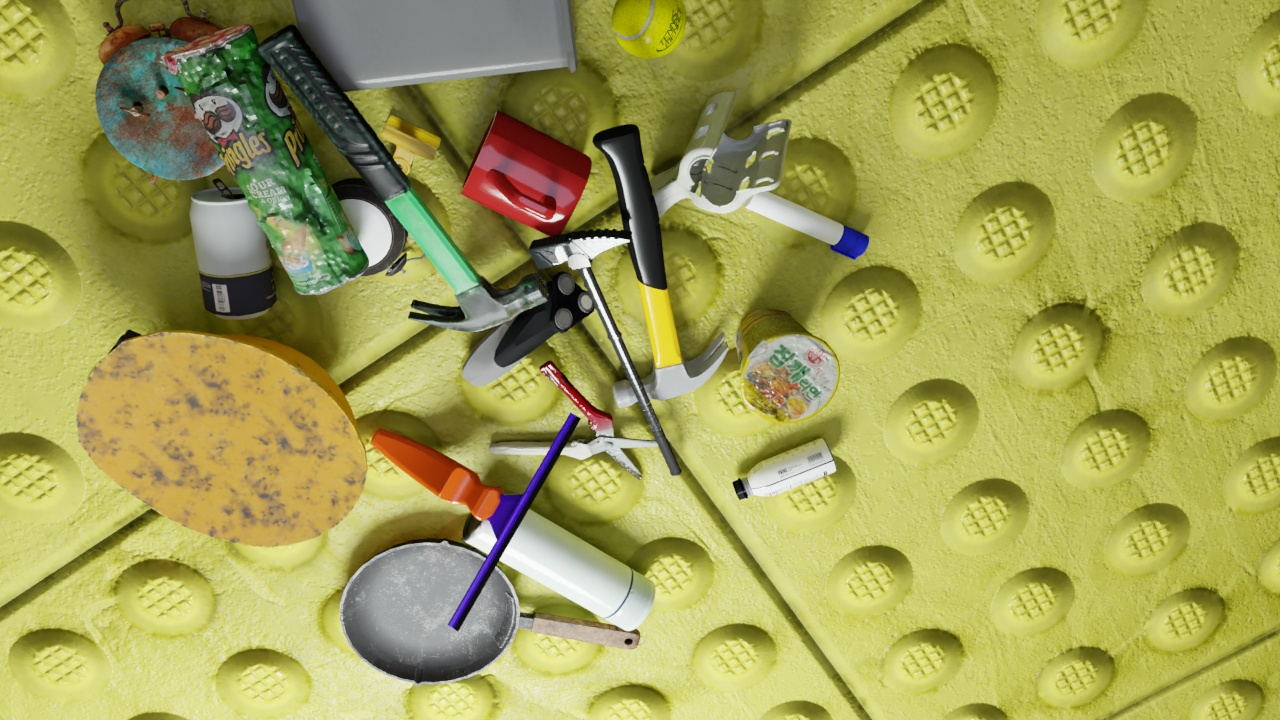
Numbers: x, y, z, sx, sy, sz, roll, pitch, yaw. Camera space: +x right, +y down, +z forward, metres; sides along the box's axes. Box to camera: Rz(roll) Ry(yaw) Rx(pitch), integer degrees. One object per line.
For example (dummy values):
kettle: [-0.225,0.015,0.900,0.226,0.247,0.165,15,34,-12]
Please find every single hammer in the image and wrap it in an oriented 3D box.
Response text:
hammer: [-0.214,-0.146,0.807,0.130,0.032,0.319,-20,129,17]
hammer: [0.010,-0.080,0.879,0.127,0.029,0.324,-12,134,1]
hammer: [-0.005,0.005,0.918,0.095,0.015,0.325,-8,130,19]

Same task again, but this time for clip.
clip: [-0.218,-0.196,0.856,0.054,0.046,0.048,23,85,-17]
clip: [0.059,-0.191,0.844,0.151,0.126,0.110,-6,126,22]

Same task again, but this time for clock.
clock: [-0.403,-0.236,0.792,0.121,0.073,0.158,-9,114,-2]
clock: [-0.263,-0.124,0.874,0.122,0.043,0.091,12,112,-12]

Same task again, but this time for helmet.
helmet: [-0.384,0.055,0.893,0.255,0.131,0.205,28,108,-17]

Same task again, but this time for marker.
marker: [0.167,-0.139,0.927,0.133,0.023,0.027,20,132,-15]

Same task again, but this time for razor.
razor: [-0.120,-0.026,0.931,0.156,0.060,0.057,-32,126,24]

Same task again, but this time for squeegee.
squeegee: [-0.203,0.125,0.969,0.185,0.055,0.249,29,85,7]

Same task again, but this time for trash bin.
trash bin: [-0.173,-0.330,0.763,0.220,0.097,0.192,-7,115,-2]

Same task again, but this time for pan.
pan: [-0.168,0.302,1.082,0.356,0.040,0.208,11,113,-12]

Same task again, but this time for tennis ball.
tennis ball: [0.008,-0.301,0.812,0.065,0.065,0.065,-2,114,-5]

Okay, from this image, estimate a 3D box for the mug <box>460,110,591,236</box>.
mug: [-0.105,-0.164,0.834,0.096,0.116,0.081,24,114,-16]

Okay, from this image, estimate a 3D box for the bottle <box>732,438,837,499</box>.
bottle: [0.161,0.127,1.037,0.116,0.041,0.041,-22,115,4]

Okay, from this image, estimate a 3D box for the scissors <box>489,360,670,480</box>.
scissors: [-0.075,0.081,0.994,0.179,0.015,0.199,-23,126,16]

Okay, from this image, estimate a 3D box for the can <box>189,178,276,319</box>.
can: [-0.381,-0.106,0.858,0.064,0.064,0.127,0,114,-6]

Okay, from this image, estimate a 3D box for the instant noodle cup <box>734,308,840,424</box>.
instant noodle cup: [0.140,-0.004,0.938,0.102,0.108,0.102,-2,115,-5]

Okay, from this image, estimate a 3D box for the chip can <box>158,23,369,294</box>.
chip can: [-0.308,-0.162,0.775,0.075,0.075,0.223,-19,121,2]

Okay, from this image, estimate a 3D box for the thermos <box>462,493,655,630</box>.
thermos: [-0.089,0.228,1.041,0.230,0.067,0.068,34,106,-19]
